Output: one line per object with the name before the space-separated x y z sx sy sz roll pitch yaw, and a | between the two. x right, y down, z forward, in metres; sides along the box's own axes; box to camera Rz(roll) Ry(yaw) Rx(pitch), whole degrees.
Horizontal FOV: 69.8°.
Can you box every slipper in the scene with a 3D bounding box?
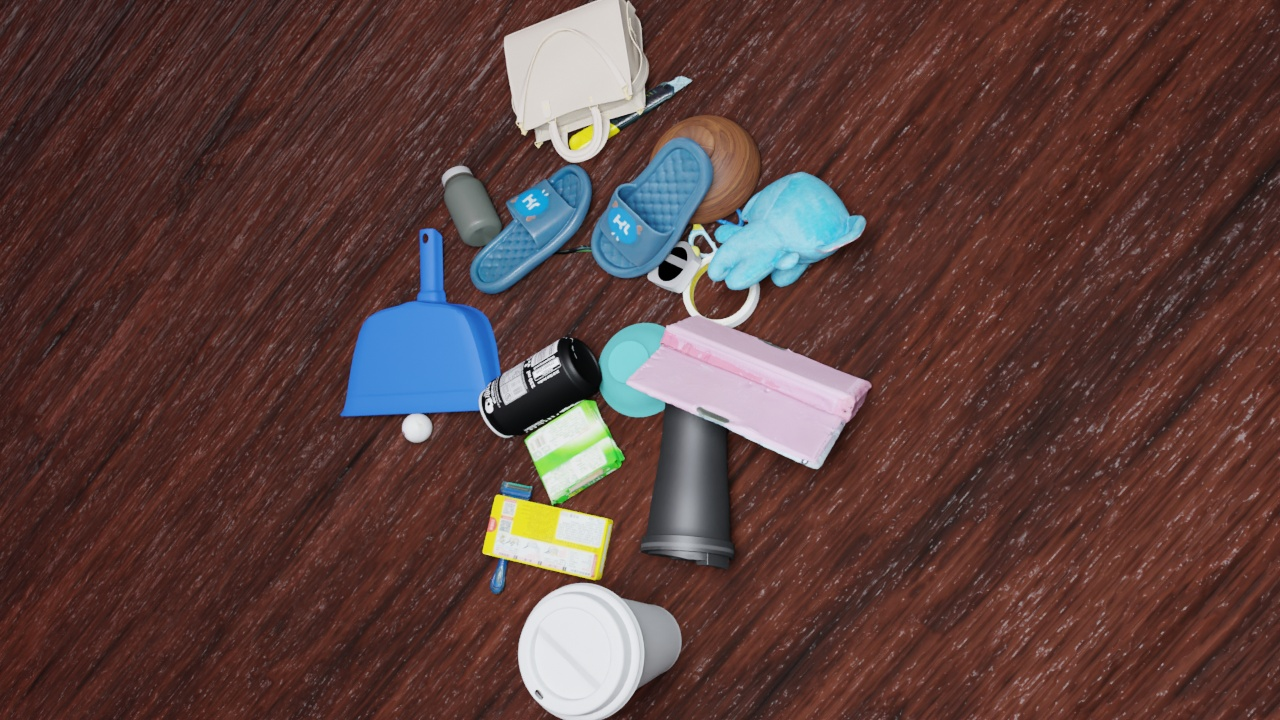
slipper | 0.009 -0.181 1.126 0.104 0.059 0.214 53 127 10
slipper | -0.147 -0.176 1.219 0.214 0.059 0.104 -46 53 2

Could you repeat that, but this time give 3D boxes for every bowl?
bowl | -0.007 0.007 1.139 0.121 0.046 0.121 -5 76 20
bowl | 0.071 -0.252 1.148 0.147 0.069 0.147 -6 70 18

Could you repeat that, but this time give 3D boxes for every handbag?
handbag | -0.081 -0.358 1.222 0.195 0.101 0.197 -12 74 22

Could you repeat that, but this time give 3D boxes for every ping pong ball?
ping pong ball | -0.302 0.091 1.239 0.040 0.040 0.040 -5 76 20

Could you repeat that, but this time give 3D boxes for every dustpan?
dustpan | -0.301 -0.056 1.264 0.246 0.059 0.257 -4 86 21

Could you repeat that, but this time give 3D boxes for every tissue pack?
tissue pack | -0.085 0.116 1.152 0.114 0.034 0.099 -32 66 12

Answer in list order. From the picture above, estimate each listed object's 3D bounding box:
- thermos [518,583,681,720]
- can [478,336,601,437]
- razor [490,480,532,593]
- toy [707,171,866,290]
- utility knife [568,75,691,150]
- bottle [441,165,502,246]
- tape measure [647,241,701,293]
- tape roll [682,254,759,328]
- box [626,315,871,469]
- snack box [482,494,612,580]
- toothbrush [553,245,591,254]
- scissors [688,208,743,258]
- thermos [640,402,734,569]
thermos | -0.030 0.306 0.982 0.132 0.221 0.131 -5 76 20
can | -0.126 0.035 1.152 0.146 0.080 0.080 -30 68 23
razor | -0.170 0.226 1.169 0.044 0.018 0.141 10 83 14
toy | 0.164 -0.136 1.074 0.180 0.115 0.183 -44 42 -12
utility knife | -0.014 -0.332 1.235 0.187 0.020 0.028 -28 69 15
bottle | -0.237 -0.215 1.274 0.060 0.060 0.108 -32 69 12
tape measure | 0.044 -0.119 1.152 0.065 0.016 0.064 32 91 50
tape roll | 0.099 -0.085 1.133 0.094 0.019 0.094 -5 76 20
box | 0.124 0.020 1.016 0.233 0.179 0.051 22 122 19
snack box | -0.115 0.218 1.133 0.152 0.025 0.075 10 82 14
toothbrush | -0.058 -0.149 1.214 0.188 0.014 0.017 3 78 22
scissors | 0.065 -0.179 1.174 0.133 0.020 0.097 27 85 24
thermos | 0.060 0.127 1.060 0.106 0.106 0.218 -2 72 21
